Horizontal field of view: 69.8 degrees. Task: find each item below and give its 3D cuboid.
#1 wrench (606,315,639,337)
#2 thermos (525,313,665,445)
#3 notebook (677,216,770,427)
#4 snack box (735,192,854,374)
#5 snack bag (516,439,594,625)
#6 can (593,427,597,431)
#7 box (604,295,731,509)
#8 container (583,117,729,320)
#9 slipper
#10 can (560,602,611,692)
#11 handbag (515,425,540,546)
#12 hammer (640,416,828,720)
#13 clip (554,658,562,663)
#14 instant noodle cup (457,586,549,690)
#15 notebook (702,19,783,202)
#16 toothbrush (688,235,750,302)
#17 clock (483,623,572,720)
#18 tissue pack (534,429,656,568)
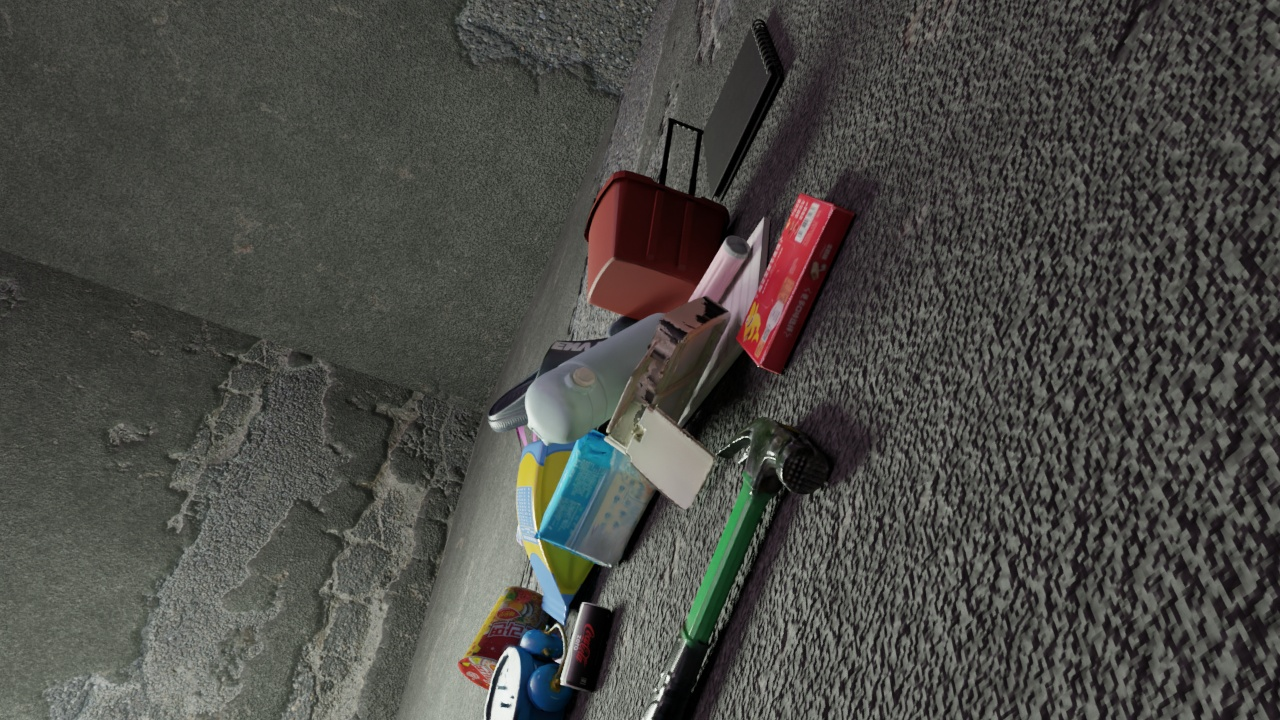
[{"bbox_3d":[-0.008,-0.050,1.103,0.073,0.022,0.273,-41,1,11],"label":"wrench"},{"bbox_3d":[-0.027,0.014,0.855,0.206,0.065,0.078,-31,-16,-53],"label":"thermos"},{"bbox_3d":[0.071,-0.023,0.901,0.210,0.009,0.142,123,163,-48],"label":"notebook"},{"bbox_3d":[0.118,-0.063,0.722,0.089,0.021,0.133,-111,42,-73],"label":"snack box"},{"bbox_3d":[-0.094,0.200,1.091,0.159,0.102,0.205,153,123,-73],"label":"snack bag"},{"bbox_3d":[-0.094,0.108,1.287,0.076,0.067,0.067,-97,30,-67],"label":"can"},{"bbox_3d":[0.032,0.041,0.790,0.145,0.101,0.186,-66,-6,31],"label":"box"},{"bbox_3d":[0.018,-0.149,1.007,0.127,0.148,0.200,126,157,-51],"label":"container"},{"bbox_3d":[-0.105,0.013,1.203,0.269,0.083,0.110,-22,21,28],"label":"slipper"},{"bbox_3d":[-0.054,0.283,0.905,0.032,0.031,0.080,138,150,-66],"label":"can"},{"bbox_3d":[-0.143,0.162,1.253,0.145,0.068,0.170,161,101,-75],"label":"handbag"},{"bbox_3d":[0.040,0.189,0.642,0.130,0.032,0.319,-129,59,-75],"label":"hammer"},{"bbox_3d":[-0.093,0.346,1.031,0.052,0.013,0.036,130,155,-53],"label":"clip"},{"bbox_3d":[-0.162,0.350,1.158,0.101,0.100,0.112,-55,10,51],"label":"instant noodle cup"},{"bbox_3d":[0.122,-0.316,1.134,0.231,0.019,0.169,-88,20,-57],"label":"notebook"},{"bbox_3d":[0.049,-0.037,0.932,0.223,0.026,0.027,-59,1,41],"label":"toothbrush"},{"bbox_3d":[-0.117,0.355,0.979,0.162,0.060,0.116,-65,20,18],"label":"clock"},{"bbox_3d":[-0.040,0.138,0.938,0.061,0.093,0.145,-80,14,-68],"label":"tissue pack"}]
